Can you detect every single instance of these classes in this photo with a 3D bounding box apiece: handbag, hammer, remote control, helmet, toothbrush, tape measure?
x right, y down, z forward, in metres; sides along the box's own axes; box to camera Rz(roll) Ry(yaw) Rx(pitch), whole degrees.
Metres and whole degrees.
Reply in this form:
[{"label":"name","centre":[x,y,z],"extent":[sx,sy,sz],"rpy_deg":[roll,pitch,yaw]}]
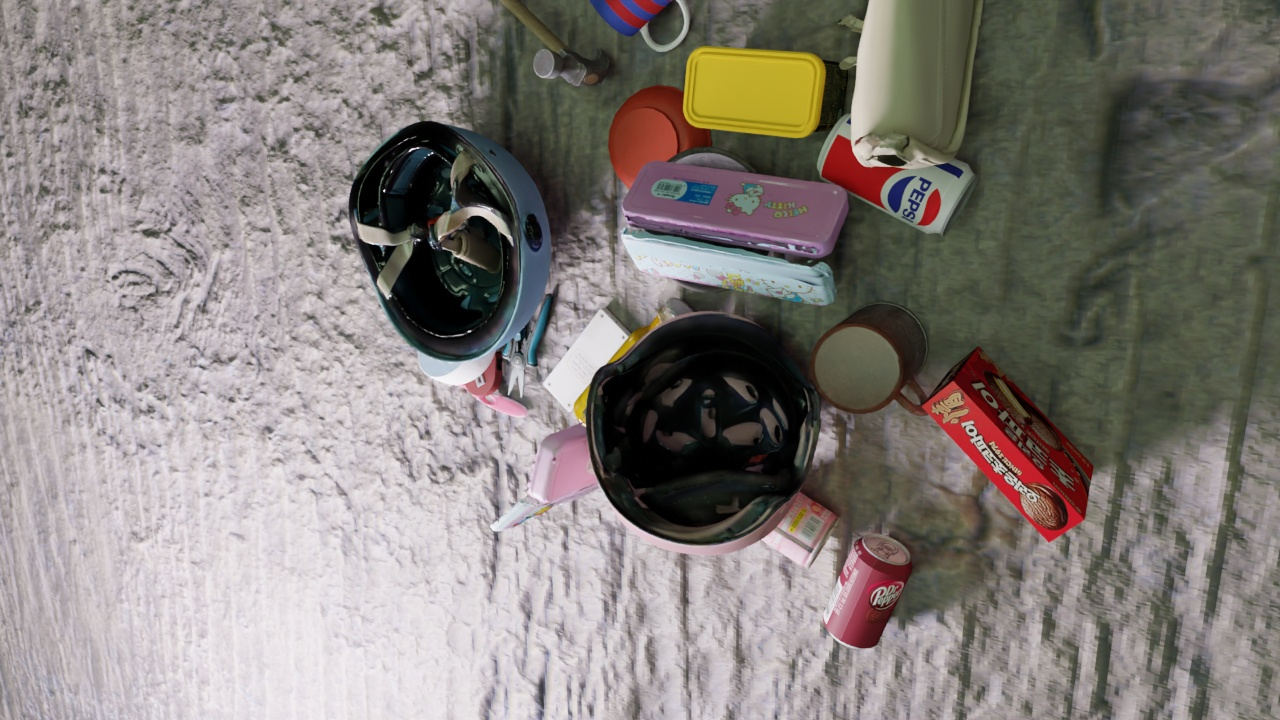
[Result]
[{"label":"handbag","centre":[0.203,-0.270,0.762],"extent":[0.132,0.183,0.229],"rpy_deg":[3,96,28]},{"label":"hammer","centre":[-0.155,-0.399,0.996],"extent":[0.331,0.119,0.031],"rpy_deg":[46,121,21]},{"label":"remote control","centre":[-0.064,0.000,1.099],"extent":[0.050,0.011,0.136],"rpy_deg":[46,121,10]},{"label":"helmet","centre":[0.067,0.082,0.941],"extent":[0.230,0.153,0.254],"rpy_deg":[-3,60,8]},{"label":"toothbrush","centre":[-0.201,0.046,1.186],"extent":[0.135,0.016,0.022],"rpy_deg":[21,108,23]},{"label":"tape measure","centre":[-0.198,0.017,1.165],"extent":[0.059,0.019,0.051],"rpy_deg":[-27,74,25]},{"label":"helmet","centre":[-0.194,-0.132,1.041],"extent":[0.226,0.166,0.265],"rpy_deg":[-16,87,31]}]

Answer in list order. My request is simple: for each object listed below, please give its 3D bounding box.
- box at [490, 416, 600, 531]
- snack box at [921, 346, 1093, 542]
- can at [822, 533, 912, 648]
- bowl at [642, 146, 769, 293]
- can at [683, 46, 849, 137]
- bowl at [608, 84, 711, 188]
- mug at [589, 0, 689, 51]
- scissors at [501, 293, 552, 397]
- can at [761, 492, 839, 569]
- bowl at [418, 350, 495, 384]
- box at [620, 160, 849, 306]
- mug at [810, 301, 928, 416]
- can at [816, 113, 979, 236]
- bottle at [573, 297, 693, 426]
[{"label":"box","centre":[-0.063,0.125,1.021],"extent":[0.059,0.200,0.156],"rpy_deg":[41,119,22]},{"label":"snack box","centre":[0.333,0.069,0.824],"extent":[0.152,0.132,0.036],"rpy_deg":[49,121,9]},{"label":"can","centre":[0.239,0.243,0.966],"extent":[0.063,0.063,0.114],"rpy_deg":[26,115,21]},{"label":"bowl","centre":[0.080,-0.146,0.944],"extent":[0.145,0.067,0.145],"rpy_deg":[8,108,27]},{"label":"can","centre":[0.122,-0.255,0.870],"extent":[0.131,0.100,0.072],"rpy_deg":[13,110,26]},{"label":"bowl","centre":[0.013,-0.230,0.977],"extent":[0.122,0.035,0.122],"rpy_deg":[8,108,27]},{"label":"mug","centre":[0.008,-0.369,0.928],"extent":[0.076,0.074,0.112],"rpy_deg":[-33,112,32]},{"label":"scissors","centre":[-0.144,-0.031,1.130],"extent":[0.121,0.019,0.150],"rpy_deg":[-21,95,29]},{"label":"can","centre":[0.165,0.176,0.987],"extent":[0.076,0.067,0.067],"rpy_deg":[32,117,18]},{"label":"bowl","centre":[-0.222,-0.018,1.144],"extent":[0.105,0.054,0.104],"rpy_deg":[-15,61,29]},{"label":"box","centre":[0.092,-0.119,0.885],"extent":[0.214,0.089,0.092],"rpy_deg":[13,153,25]},{"label":"mug","centre":[0.231,0.009,0.882],"extent":[0.123,0.110,0.096],"rpy_deg":[47,126,11]},{"label":"can","centre":[0.236,-0.173,0.848],"extent":[0.132,0.070,0.070],"rpy_deg":[32,117,18]},{"label":"bottle","centre":[-0.006,0.006,1.043],"extent":[0.053,0.053,0.187],"rpy_deg":[47,120,10]}]
